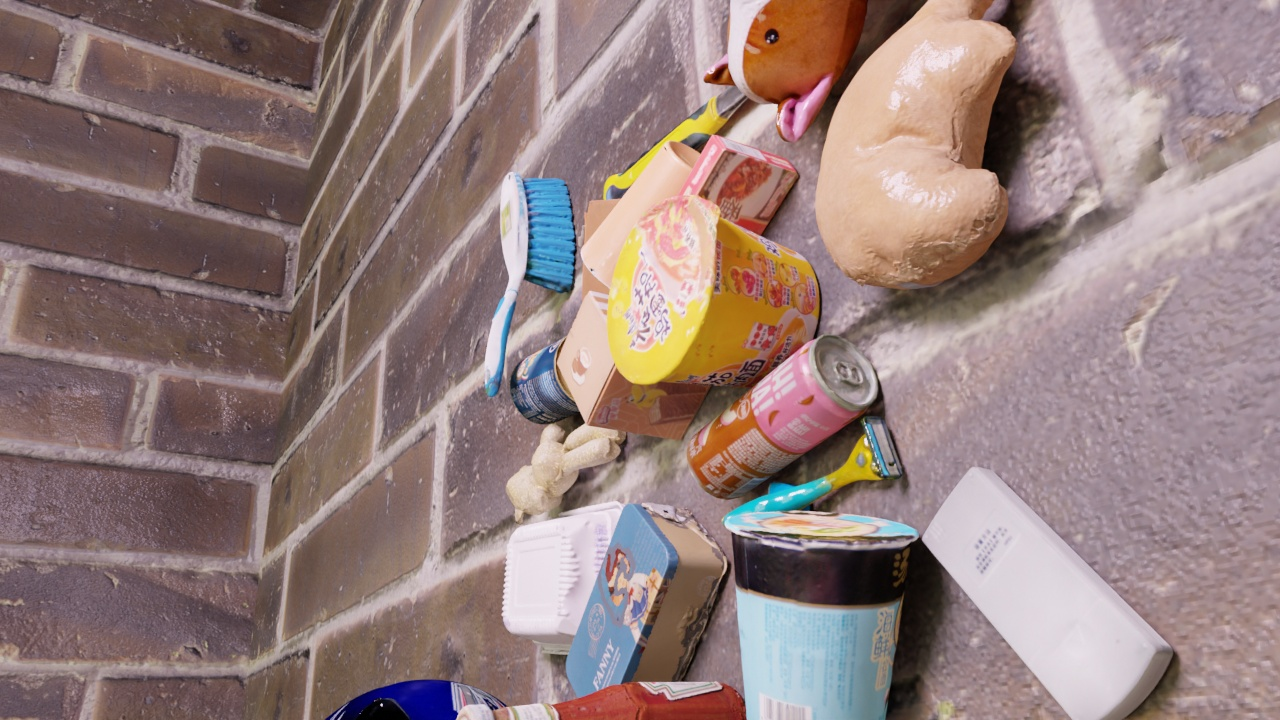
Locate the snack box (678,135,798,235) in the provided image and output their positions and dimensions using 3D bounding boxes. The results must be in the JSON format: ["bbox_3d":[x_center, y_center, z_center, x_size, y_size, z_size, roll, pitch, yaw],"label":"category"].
[{"bbox_3d":[0.054,-0.100,0.729,0.153,0.075,0.025,-58,36,31],"label":"snack box"}]

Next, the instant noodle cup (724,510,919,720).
[{"bbox_3d":[0.104,0.156,0.538,0.111,0.111,0.120,0,89,60],"label":"instant noodle cup"}]

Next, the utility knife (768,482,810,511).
[{"bbox_3d":[0.102,0.195,0.600,0.034,0.018,0.236,-27,56,52],"label":"utility knife"}]

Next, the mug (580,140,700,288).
[{"bbox_3d":[0.014,-0.120,0.779,0.123,0.078,0.078,-53,38,26],"label":"mug"}]

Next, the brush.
[{"bbox_3d":[-0.123,-0.087,0.997,0.061,0.109,0.314,-43,45,42],"label":"brush"}]

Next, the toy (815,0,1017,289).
[{"bbox_3d":[0.169,-0.152,0.554,0.144,0.082,0.225,-4,73,56],"label":"toy"}]

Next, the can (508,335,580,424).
[{"bbox_3d":[-0.076,0.019,0.911,0.111,0.075,0.075,-23,60,56],"label":"can"}]

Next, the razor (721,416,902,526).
[{"bbox_3d":[0.108,0.083,0.599,0.133,0.028,0.043,-33,56,32],"label":"razor"}]

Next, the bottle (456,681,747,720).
[{"bbox_3d":[-0.021,0.244,0.606,0.060,0.205,0.059,-26,58,53],"label":"bottle"}]

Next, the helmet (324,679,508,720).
[{"bbox_3d":[-0.183,0.426,0.781,0.315,0.240,0.247,-114,6,-55],"label":"helmet"}]

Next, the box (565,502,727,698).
[{"bbox_3d":[0.000,0.209,0.731,0.090,0.061,0.184,41,114,58],"label":"box"}]

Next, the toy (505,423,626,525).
[{"bbox_3d":[-0.074,0.104,0.893,0.158,0.066,0.105,-37,36,37],"label":"toy"}]

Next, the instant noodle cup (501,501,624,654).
[{"bbox_3d":[-0.077,0.206,0.866,0.174,0.060,0.138,-23,60,54],"label":"instant noodle cup"}]

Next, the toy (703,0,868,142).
[{"bbox_3d":[0.118,-0.256,0.611,0.200,0.130,0.140,-59,35,24],"label":"toy"}]

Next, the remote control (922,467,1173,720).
[{"bbox_3d":[0.198,0.116,0.461,0.056,0.019,0.135,-65,33,23],"label":"remote control"}]

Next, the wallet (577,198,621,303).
[{"bbox_3d":[-0.026,-0.090,0.890,0.108,0.031,0.132,12,101,59],"label":"wallet"}]

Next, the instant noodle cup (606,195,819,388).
[{"bbox_3d":[0.055,-0.040,0.671,0.138,0.109,0.138,-30,55,54],"label":"instant noodle cup"}]

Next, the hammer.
[{"bbox_3d":[0.057,-0.209,0.806,0.324,0.031,0.126,-30,54,53],"label":"hammer"}]

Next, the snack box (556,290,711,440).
[{"bbox_3d":[-0.005,0.005,0.774,0.077,0.094,0.092,-64,33,25],"label":"snack box"}]

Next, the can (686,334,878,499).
[{"bbox_3d":[0.093,0.043,0.630,0.148,0.057,0.057,-45,44,44],"label":"can"}]
